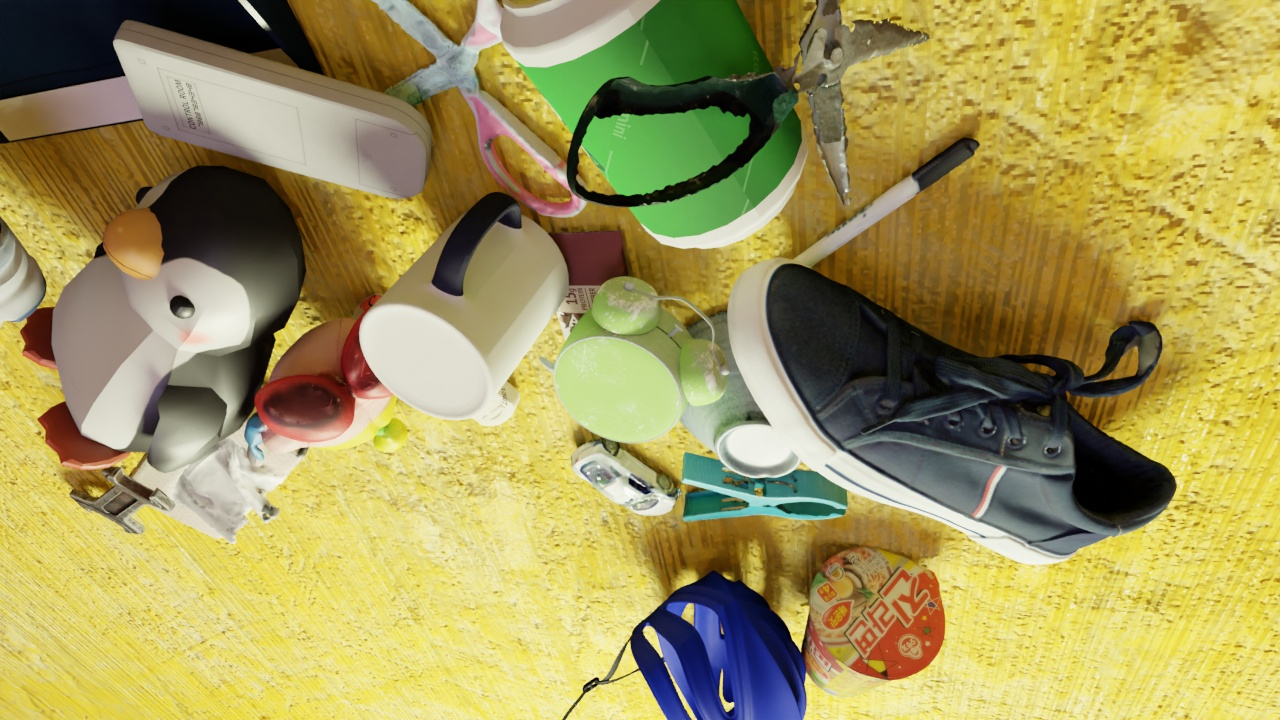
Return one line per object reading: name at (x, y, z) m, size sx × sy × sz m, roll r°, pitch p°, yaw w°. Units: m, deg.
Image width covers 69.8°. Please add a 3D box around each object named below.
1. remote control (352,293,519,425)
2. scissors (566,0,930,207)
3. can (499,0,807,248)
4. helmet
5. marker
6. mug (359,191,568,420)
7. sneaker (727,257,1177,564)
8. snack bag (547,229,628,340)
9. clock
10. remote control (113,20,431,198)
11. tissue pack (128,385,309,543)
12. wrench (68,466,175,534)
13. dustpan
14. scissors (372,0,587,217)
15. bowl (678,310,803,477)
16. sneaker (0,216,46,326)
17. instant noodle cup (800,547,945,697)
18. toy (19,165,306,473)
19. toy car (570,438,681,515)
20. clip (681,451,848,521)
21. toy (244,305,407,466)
remote control at (-0.137, 0.001, 0.618) m, size 0.125 × 0.018 × 0.038 m, roll 37°, pitch 132°, yaw -21°
scissors at (0.044, -0.134, 0.347) m, size 0.015 × 0.205 × 0.202 m, roll 26°, pitch 141°, yaw 47°
can at (0.009, -0.119, 0.396) m, size 0.088 × 0.087 × 0.140 m, roll -16°, pitch 138°, yaw 27°
helmet at (0.025, 0.280, 0.732) m, size 0.227 × 0.147 × 0.242 m, roll -26°, pitch 139°, yaw -11°
marker at (0.114, -0.071, 0.488) m, size 0.011 × 0.011 × 0.153 m, roll 35°, pitch 133°, yaw -22°
mug at (-0.091, -0.039, 0.497) m, size 0.078 × 0.096 × 0.112 m, roll 25°, pitch 136°, yaw 5°
sneaker at (0.184, 0.019, 0.497) m, size 0.294 × 0.120 × 0.128 m, roll 29°, pitch 147°, yaw -21°
snack bag at (-0.025, -0.017, 0.575) m, size 0.057 × 0.013 × 0.158 m, roll 1°, pitch 136°, yaw 14°
clock at (-0.003, 0.003, 0.539) m, size 0.094 × 0.042 × 0.120 m, roll 39°, pitch 129°, yaw -11°
remote control at (-0.184, -0.126, 0.476) m, size 0.151 × 0.019 × 0.074 m, roll 15°, pitch 155°, yaw -9°
tissue pack at (-0.329, 0.084, 0.717) m, size 0.104 × 0.071 × 0.182 m, roll 37°, pitch 128°, yaw -22°
wrench at (-0.424, 0.116, 0.748) m, size 0.070 × 0.010 × 0.274 m, roll 40°, pitch 149°, yaw -21°
dustpan at (-0.314, -0.205, 0.401) m, size 0.237 × 0.080 × 0.273 m, roll -3°, pitch 134°, yaw 17°
scissors at (-0.071, -0.146, 0.455) m, size 0.177 × 0.013 × 0.170 m, roll -28°, pitch 120°, yaw 37°
bowl at (0.076, 0.036, 0.573) m, size 0.137 × 0.057 × 0.137 m, roll 7°, pitch 137°, yaw 7°
sneaker at (-0.432, -0.126, 0.466) m, size 0.269 × 0.103 × 0.133 m, roll 35°, pitch 137°, yaw 3°
instant noodle cup at (0.168, 0.215, 0.716) m, size 0.100 × 0.100 × 0.113 m, roll 12°, pitch 145°, yaw 1°
toy at (-0.259, -0.034, 0.548) m, size 0.140 × 0.159 × 0.185 m, roll 1°, pitch 144°, yaw -50°
toy car at (-0.011, 0.089, 0.671) m, size 0.089 × 0.027 × 0.039 m, roll 37°, pitch 130°, yaw -23°
clip at (0.086, 0.089, 0.641) m, size 0.116 × 0.026 × 0.097 m, roll 2°, pitch 153°, yaw 6°
toy at (-0.190, 0.031, 0.583) m, size 0.097 × 0.124 × 0.132 m, roll 46°, pitch 162°, yaw -11°
